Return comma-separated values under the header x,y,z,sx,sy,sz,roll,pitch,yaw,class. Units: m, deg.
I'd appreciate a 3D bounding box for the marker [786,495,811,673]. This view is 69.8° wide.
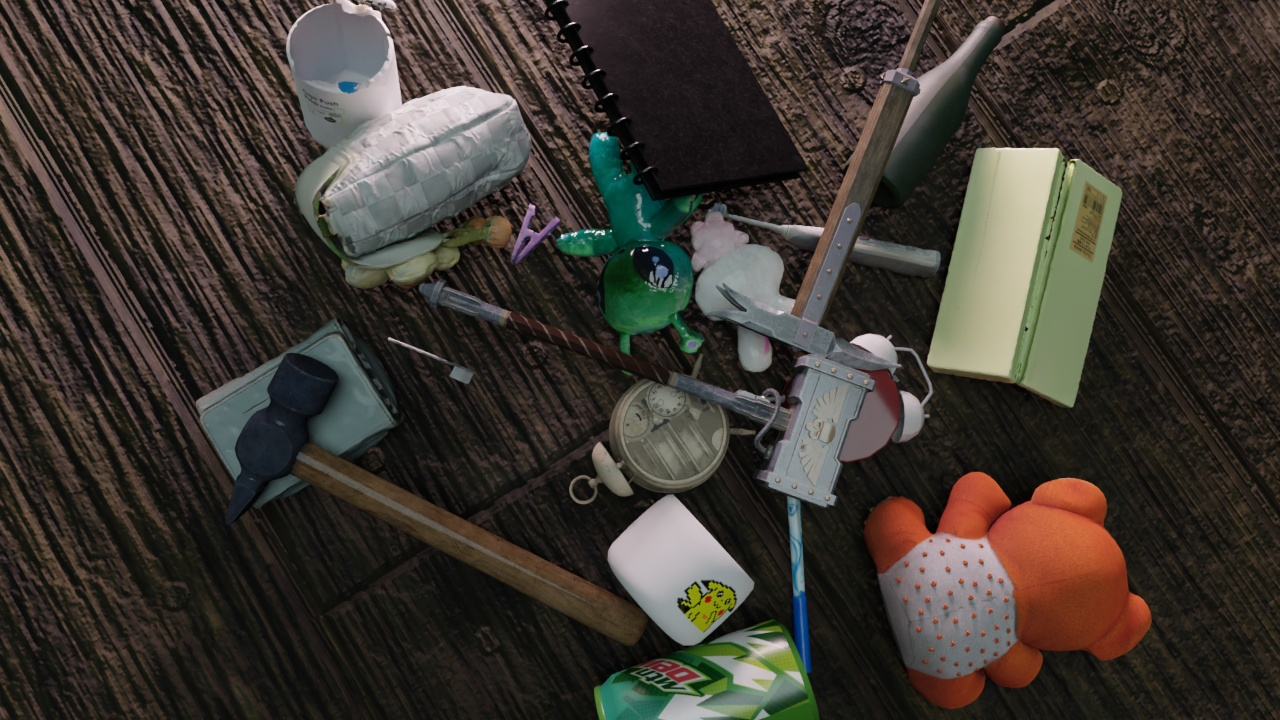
x,y,z,sx,sy,sz,roll,pitch,yaw,class
0.120,0.165,0.700,0.013,0.013,0.141,-2,83,-2,marker

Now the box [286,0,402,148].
x,y,z,sx,sy,sz,roll,pitch,yaw,class
-0.215,-0.221,0.666,0.081,0.160,0.091,22,72,-5,box

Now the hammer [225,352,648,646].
x,y,z,sx,sy,sz,roll,pitch,yaw,class
-0.138,0.126,0.665,0.321,0.040,0.129,29,98,-8,hammer

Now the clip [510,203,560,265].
x,y,z,sx,sy,sz,roll,pitch,yaw,class
-0.082,-0.099,0.726,0.045,0.014,0.050,3,80,-4,clip

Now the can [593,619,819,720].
x,y,z,sx,sy,sz,roll,pitch,yaw,class
0.046,0.246,0.652,0.144,0.083,0.083,-18,84,-3,can

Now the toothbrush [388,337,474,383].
x,y,z,sx,sy,sz,roll,pitch,yaw,class
-0.142,0.002,0.627,0.010,0.181,0.010,25,86,7,toothbrush

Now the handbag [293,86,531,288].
x,y,z,sx,sy,sz,roll,pitch,yaw,class
-0.156,-0.125,0.680,0.171,0.112,0.123,-33,118,-15,handbag

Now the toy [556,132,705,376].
x,y,z,sx,sy,sz,roll,pitch,yaw,class
0.002,-0.090,0.702,0.131,0.072,0.193,-14,78,35,toy

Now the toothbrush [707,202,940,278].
x,y,z,sx,sy,sz,roll,pitch,yaw,class
0.144,-0.096,0.726,0.185,0.022,0.024,13,119,0,toothbrush

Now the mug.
x,y,z,sx,sy,sz,roll,pitch,yaw,class
0.033,0.157,0.664,0.068,0.094,0.115,-43,123,-4,mug

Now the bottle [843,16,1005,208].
x,y,z,sx,sy,sz,roll,pitch,yaw,class
0.232,-0.202,0.724,0.055,0.055,0.174,37,83,3,bottle

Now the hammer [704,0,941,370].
x,y,z,sx,sy,sz,roll,pitch,yaw,class
0.175,-0.152,0.673,0.147,0.028,0.316,22,88,-6,hammer

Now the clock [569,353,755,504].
x,y,z,sx,sy,sz,roll,pitch,yaw,class
0.008,0.063,0.688,0.140,0.054,0.093,-33,85,-7,clock

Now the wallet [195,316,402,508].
x,y,z,sx,sy,sz,roll,pitch,yaw,class
-0.256,0.039,0.689,0.131,0.054,0.100,-33,84,0,wallet

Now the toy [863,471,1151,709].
x,y,z,sx,sy,sz,roll,pitch,yaw,class
0.264,0.163,0.671,0.172,0.093,0.163,-17,81,9,toy

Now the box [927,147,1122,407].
x,y,z,sx,sy,sz,roll,pitch,yaw,class
0.303,-0.069,0.711,0.133,0.061,0.188,18,83,-1,box

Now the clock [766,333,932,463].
x,y,z,sx,sy,sz,roll,pitch,yaw,class
0.161,0.032,0.700,0.124,0.044,0.087,-24,84,-4,clock

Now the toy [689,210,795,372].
x,y,z,sx,sy,sz,roll,pitch,yaw,class
0.080,-0.057,0.712,0.076,0.037,0.125,-35,83,-1,toy

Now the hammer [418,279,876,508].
x,y,z,sx,sy,sz,roll,pitch,yaw,class
-0.003,0.004,0.648,0.322,0.044,0.098,20,84,-1,hammer

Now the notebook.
x,y,z,sx,sy,sz,roll,pitch,yaw,class
0.014,-0.227,0.682,0.168,0.019,0.231,-17,75,-40,notebook
